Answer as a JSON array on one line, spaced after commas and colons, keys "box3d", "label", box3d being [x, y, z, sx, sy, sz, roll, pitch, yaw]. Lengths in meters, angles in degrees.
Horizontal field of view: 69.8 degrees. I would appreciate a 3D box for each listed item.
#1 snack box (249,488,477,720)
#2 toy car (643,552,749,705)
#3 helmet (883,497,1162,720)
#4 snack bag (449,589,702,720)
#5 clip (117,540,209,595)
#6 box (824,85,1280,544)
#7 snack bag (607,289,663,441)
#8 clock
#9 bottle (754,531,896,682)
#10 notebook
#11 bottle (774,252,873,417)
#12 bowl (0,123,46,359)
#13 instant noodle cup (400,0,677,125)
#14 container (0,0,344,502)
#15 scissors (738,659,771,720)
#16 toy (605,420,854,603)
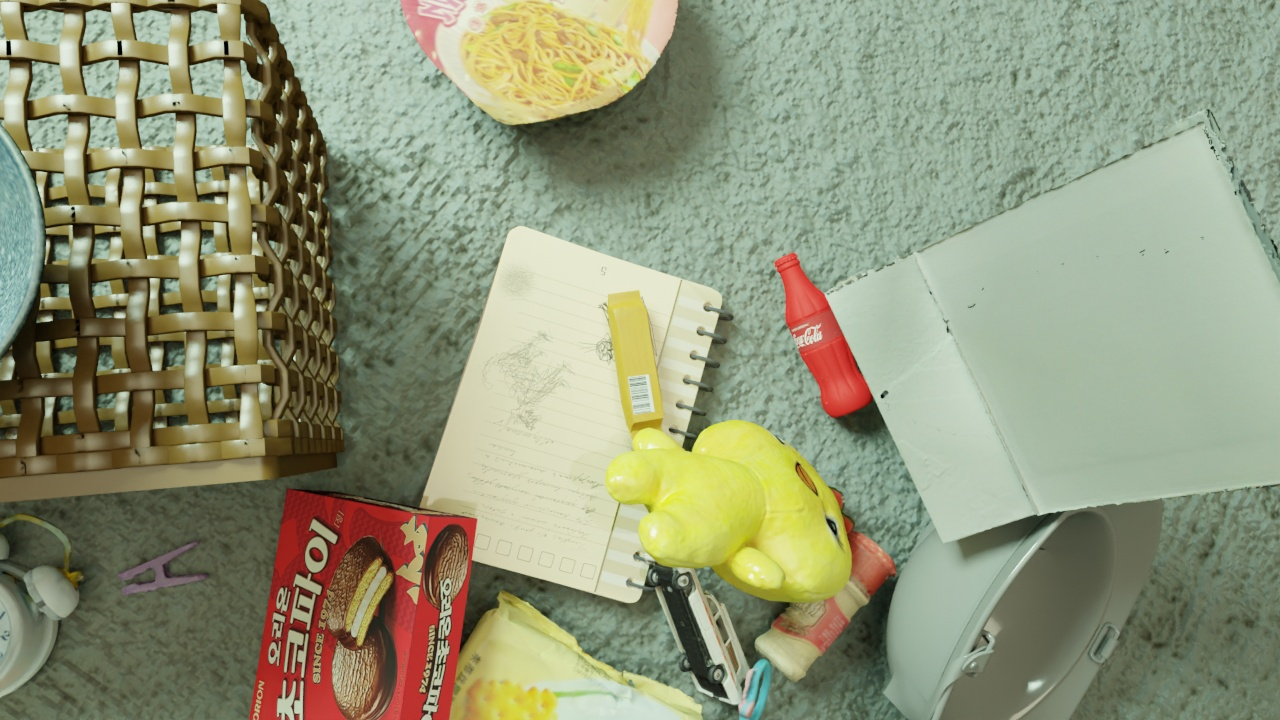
[{"box3d": [-0.165, 0.159, 0.535, 0.035, 0.133, 0.152, 15, 79, -53], "label": "snack box"}, {"box3d": [0.040, 0.172, 0.605, 0.039, 0.039, 0.113, -30, 108, -35], "label": "toy car"}, {"box3d": [0.225, 0.169, 0.618, 0.183, 0.118, 0.271, 10, 107, -37], "label": "helmet"}, {"box3d": [-0.088, 0.281, 0.567, 0.159, 0.068, 0.247, 36, 80, -7], "label": "snack bag"}, {"box3d": [-0.297, 0.130, 0.569, 0.051, 0.013, 0.032, -13, 86, -9], "label": "clip"}, {"box3d": [0.230, -0.009, 0.515, 0.164, 0.331, 0.167, -27, 91, -28], "label": "box"}, {"box3d": [-0.004, 0.003, 0.606, 0.026, 0.020, 0.099, -9, 85, -15], "label": "snack bag"}, {"box3d": [-0.380, 0.145, 0.530, 0.083, 0.057, 0.117, 32, 73, -7], "label": "clock"}, {"box3d": [0.127, 0.169, 0.632, 0.044, 0.044, 0.109, 45, 79, -4], "label": "bottle"}, {"box3d": [-0.041, 0.036, 0.621, 0.167, 0.024, 0.225, 18, 82, -8], "label": "notebook"}, {"box3d": [0.126, -0.020, 0.651, 0.036, 0.036, 0.119, -24, 90, -12], "label": "bottle"}, {"box3d": [-0.282, -0.038, 0.336, 0.137, 0.057, 0.137, 1, 85, -11], "label": "bowl"}, {"box3d": [-0.070, -0.238, 0.612, 0.178, 0.078, 0.178, 1, 86, -11], "label": "instant noodle cup"}, {"box3d": [-0.302, -0.039, 0.476, 0.251, 0.220, 0.214, -4, 86, -11], "label": "container"}, {"box3d": [0.049, 0.257, 0.580, 0.129, 0.015, 0.135, 14, 87, -53], "label": "scissors"}, {"box3d": [0.060, 0.095, 0.570, 0.092, 0.207, 0.133, -44, 56, 17], "label": "toy"}]
